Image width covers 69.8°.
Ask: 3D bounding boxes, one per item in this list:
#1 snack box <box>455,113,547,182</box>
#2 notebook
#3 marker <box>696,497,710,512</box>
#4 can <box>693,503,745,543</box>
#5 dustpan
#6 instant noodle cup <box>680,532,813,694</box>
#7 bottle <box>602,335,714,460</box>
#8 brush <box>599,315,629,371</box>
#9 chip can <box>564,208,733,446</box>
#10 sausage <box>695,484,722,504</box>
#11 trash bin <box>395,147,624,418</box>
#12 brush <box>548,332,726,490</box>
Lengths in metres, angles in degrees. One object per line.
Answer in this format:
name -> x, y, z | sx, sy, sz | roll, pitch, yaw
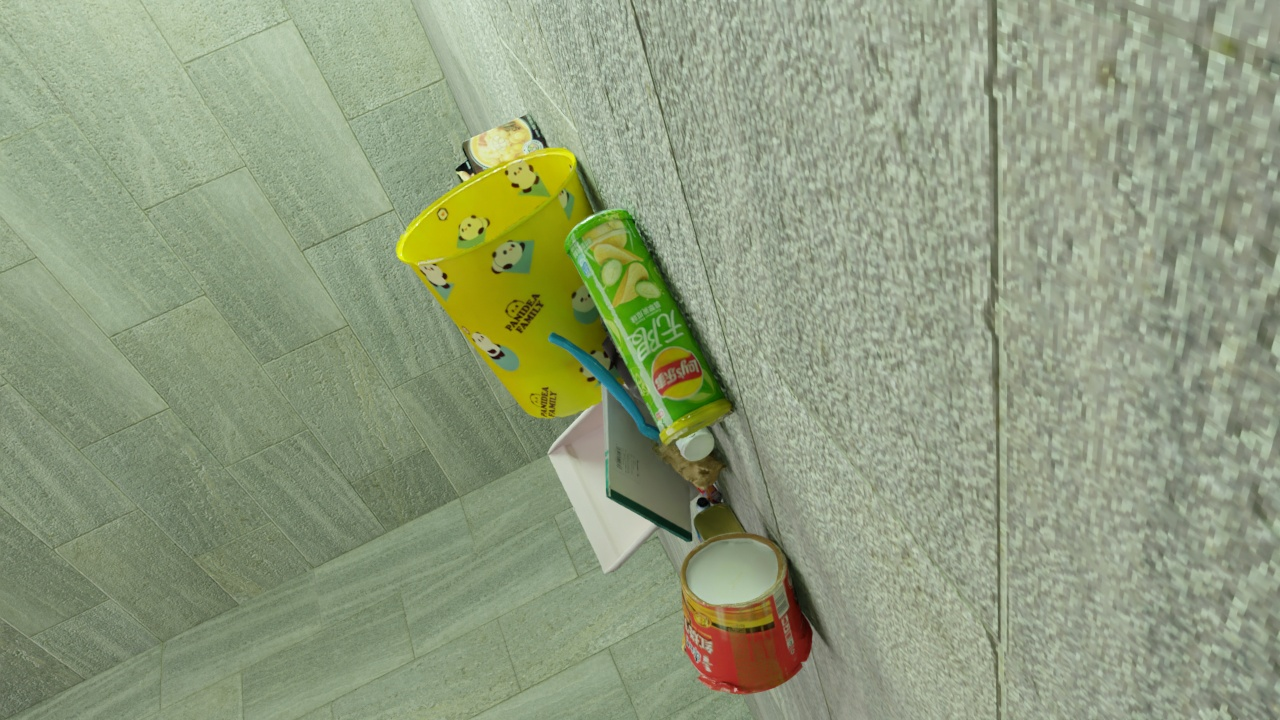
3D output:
snack box -> -0.179, -0.253, 1.236 | 0.113, 0.125, 0.053 | 63, 174, 18
notebook -> 0.011, 0.119, 1.088 | 0.209, 0.012, 0.150 | 40, -138, -53
marker -> 0.094, 0.217, 1.210 | 0.022, 0.018, 0.131 | 35, 160, 33
can -> 0.110, 0.242, 1.149 | 0.102, 0.057, 0.083 | -122, 11, -44
dustpan -> -0.034, 0.152, 1.323 | 0.222, 0.274, 0.138 | 59, -162, 22
instant noodle cup -> 0.104, 0.251, 0.943 | 0.138, 0.137, 0.109 | -126, 20, -58
bottle -> 0.023, 0.032, 0.980 | 0.079, 0.044, 0.194 | 21, -157, -36
brush -> 0.000, -0.041, 0.961 | 0.143, 0.055, 0.074 | -122, 32, -48
chip can -> 0.004, -0.034, 0.844 | 0.221, 0.072, 0.073 | 63, 174, 11
sausage -> 0.057, 0.133, 1.198 | 0.156, 0.020, 0.020 | 50, 170, 19
trash bin -> -0.125, -0.083, 1.098 | 0.255, 0.229, 0.229 | 62, 176, -30
brush -> -0.003, 0.054, 1.008 | 0.254, 0.046, 0.083 | 43, -171, -12
